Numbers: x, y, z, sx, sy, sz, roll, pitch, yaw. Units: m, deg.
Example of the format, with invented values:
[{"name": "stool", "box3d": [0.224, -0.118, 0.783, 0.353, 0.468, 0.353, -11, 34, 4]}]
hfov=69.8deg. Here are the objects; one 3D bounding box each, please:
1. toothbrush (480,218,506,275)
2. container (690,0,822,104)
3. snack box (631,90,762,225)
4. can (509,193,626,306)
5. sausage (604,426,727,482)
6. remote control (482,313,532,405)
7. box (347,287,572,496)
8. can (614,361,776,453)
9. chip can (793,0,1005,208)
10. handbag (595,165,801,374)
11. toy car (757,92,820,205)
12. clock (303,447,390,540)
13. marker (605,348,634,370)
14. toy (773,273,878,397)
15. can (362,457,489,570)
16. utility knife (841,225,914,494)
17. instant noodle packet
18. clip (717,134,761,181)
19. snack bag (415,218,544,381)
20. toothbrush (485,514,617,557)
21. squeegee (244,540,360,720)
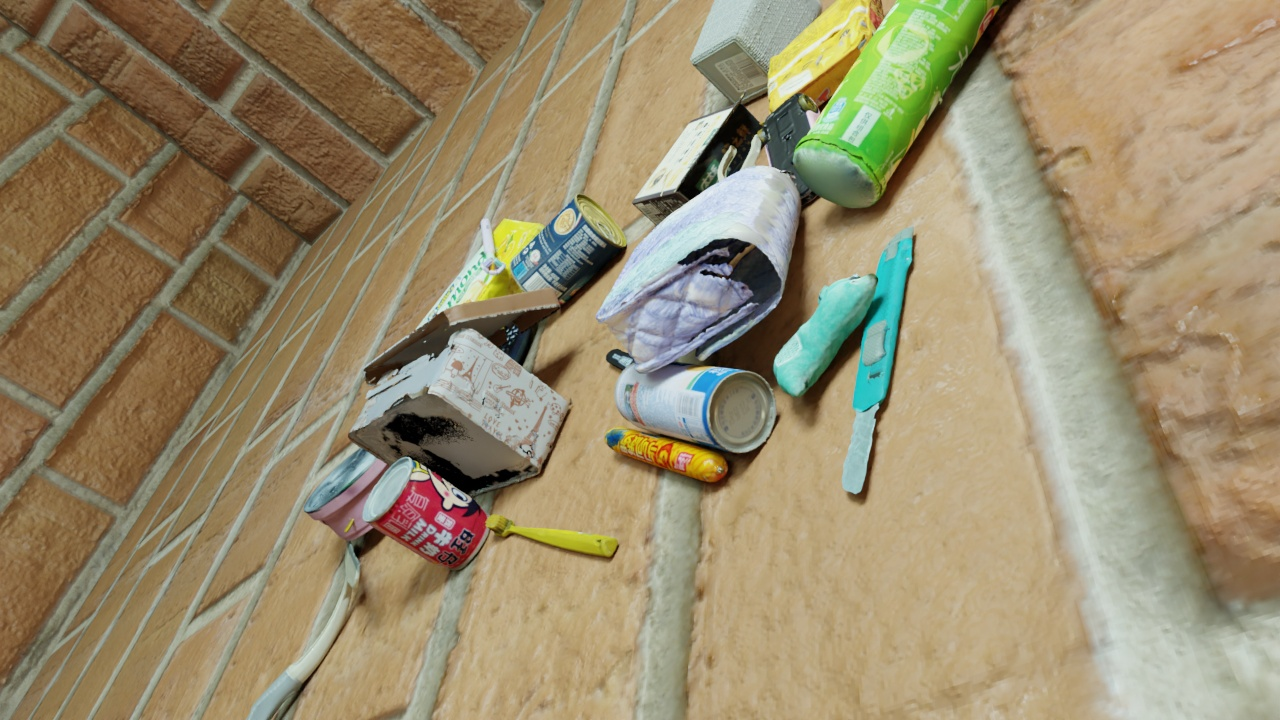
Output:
[{"name": "toothbrush", "box3d": [-0.184, -0.142, 1.109, 0.189, 0.029, 0.021, -116, 31, -63]}, {"name": "container", "box3d": [0.118, -0.341, 0.961, 0.090, 0.090, 0.114, -11, 49, 54]}, {"name": "snack box", "box3d": [0.058, -0.191, 0.890, 0.113, 0.053, 0.126, -55, 23, -11]}, {"name": "can", "box3d": [-0.080, -0.116, 0.996, 0.111, 0.075, 0.075, -41, 27, 20]}, {"name": "sausage", "box3d": [0.014, 0.065, 0.656, 0.021, 0.021, 0.165, -57, 25, -14]}, {"name": "remote control", "box3d": [-0.148, 0.000, 1.011, 0.053, 0.024, 0.136, -21, 39, 44]}, {"name": "box", "box3d": [-0.165, 0.012, 0.877, 0.183, 0.153, 0.177, -23, 35, 45]}, {"name": "can", "box3d": [0.033, 0.029, 0.637, 0.053, 0.053, 0.135, -57, 26, -13]}, {"name": "chip can", "box3d": [0.195, -0.213, 0.676, 0.221, 0.072, 0.073, -56, 25, -11]}, {"name": "handbag", "box3d": [0.051, -0.070, 0.674, 0.134, 0.075, 0.193, -32, 16, 27]}, {"name": "toy car", "box3d": [0.133, -0.176, 0.773, 0.056, 0.037, 0.122, -37, 41, 34]}, {"name": "clock", "box3d": [-0.316, 0.144, 1.035, 0.117, 0.060, 0.159, -45, 20, -18]}, {"name": "marker", "box3d": [-0.005, 0.005, 0.779, 0.018, 0.015, 0.124, -49, 23, -7]}, {"name": "toy", "box3d": [0.118, -0.020, 0.589, 0.092, 0.030, 0.096, -52, 8, 9]}, {"name": "can", "box3d": [-0.186, 0.136, 0.807, 0.067, 0.094, 0.066, -38, 28, 24]}, {"name": "utility knife", "box3d": [0.143, -0.007, 0.551, 0.029, 0.013, 0.207, -30, 32, 47]}, {"name": "instant noodle packet", "box3d": [0.166, -0.274, 0.841, 0.129, 0.044, 0.110, -32, 33, 39]}, {"name": "clip", "box3d": [0.082, -0.151, 0.829, 0.104, 0.034, 0.083, -61, 29, -3]}, {"name": "snack bag", "box3d": [-0.188, -0.068, 1.118, 0.246, 0.068, 0.158, -53, 26, -7]}, {"name": "toothbrush", "box3d": [-0.075, 0.135, 0.715, 0.190, 0.016, 0.015, -7, 50, 56]}, {"name": "squeegee", "box3d": [-0.341, 0.301, 0.904, 0.246, 0.039, 0.247, -57, 13, -16]}]
